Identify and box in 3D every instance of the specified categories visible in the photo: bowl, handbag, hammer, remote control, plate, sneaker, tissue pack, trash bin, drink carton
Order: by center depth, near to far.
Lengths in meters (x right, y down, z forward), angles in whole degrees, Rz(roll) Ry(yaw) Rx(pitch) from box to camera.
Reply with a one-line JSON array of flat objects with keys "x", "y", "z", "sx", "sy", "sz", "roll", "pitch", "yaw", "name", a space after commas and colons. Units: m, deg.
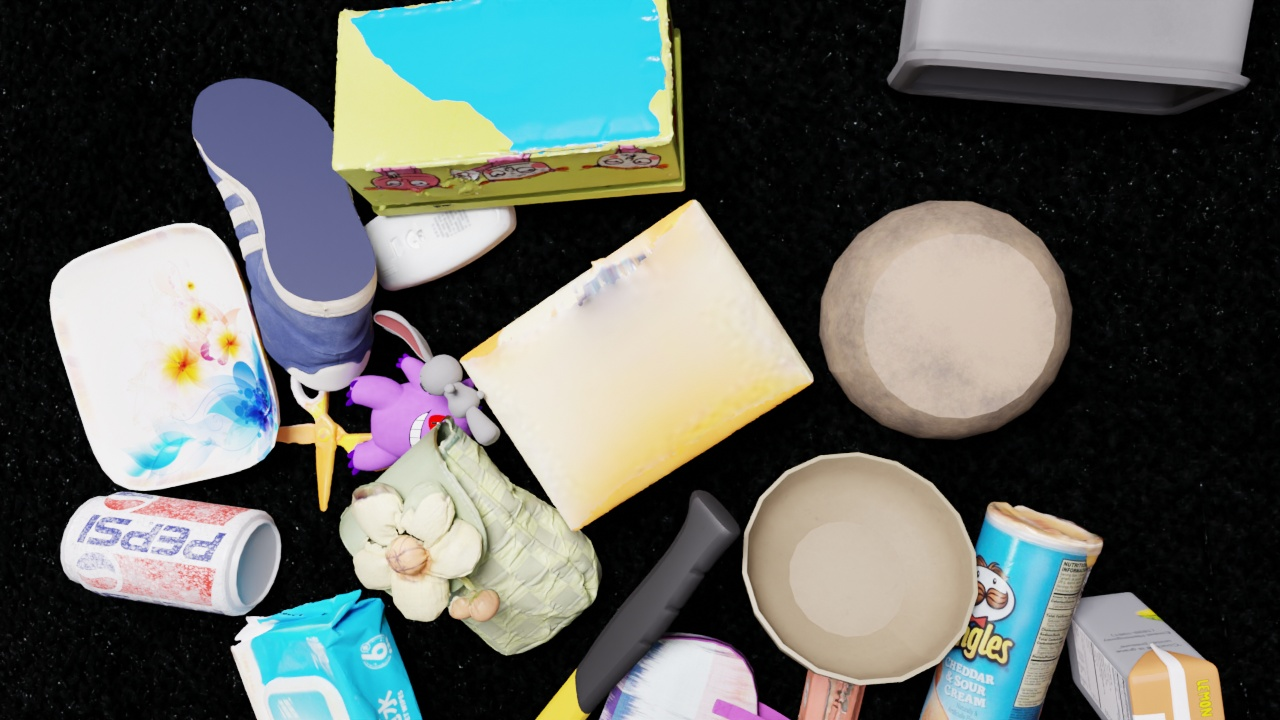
[{"x": 0.265, "y": -0.274, "z": 0.552, "sx": 0.192, "sy": 0.097, "sz": 0.220, "roll": 7, "pitch": 96, "yaw": 7, "name": "trash bin"}, {"x": 0.317, "y": 0.202, "z": 0.585, "sx": 0.048, "sy": 0.124, "sz": 0.076, "roll": -10, "pitch": 95, "yaw": 8, "name": "drink carton"}, {"x": 0.201, "y": -0.024, "z": 0.601, "sx": 0.162, "sy": 0.070, "sz": 0.162, "roll": 1, "pitch": 97, "yaw": 8, "name": "bowl"}, {"x": 0.143, "y": 0.142, "z": 0.621, "sx": 0.152, "sy": 0.050, "sz": 0.152, "roll": -1, "pitch": 65, "yaw": 2, "name": "bowl"}, {"x": -0.034, "y": 0.219, "z": 0.623, "sx": 0.127, "sy": 0.029, "sz": 0.324, "roll": 49, "pitch": 115, "yaw": 33, "name": "hammer"}, {"x": -0.114, "y": 0.135, "z": 0.631, "sx": 0.113, "sy": 0.116, "sz": 0.186, "roll": -41, "pitch": 107, "yaw": 18, "name": "handbag"}, {"x": 0.058, "y": 0.273, "z": 0.642, "sx": 0.170, "sy": 0.068, "sz": 0.144, "roll": 23, "pitch": 99, "yaw": 16, "name": "handbag"}, {"x": -0.247, "y": -0.085, "z": 0.659, "sx": 0.091, "sy": 0.119, "sz": 0.233, "roll": -21, "pitch": 59, "yaw": -27, "name": "sneaker"}, {"x": -0.145, "y": -0.093, "z": 0.661, "sx": 0.114, "sy": 0.028, "sz": 0.060, "roll": -25, "pitch": 91, "yaw": 10, "name": "remote control"}, {"x": -0.221, "y": 0.280, "z": 0.690, "sx": 0.117, "sy": 0.065, "sz": 0.209, "roll": -15, "pitch": 97, "yaw": 25, "name": "tissue pack"}, {"x": -0.357, "y": 0.000, "z": 0.694, "sx": 0.187, "sy": 0.016, "sz": 0.187, "roll": -13, "pitch": 95, "yaw": 20, "name": "plate"}]

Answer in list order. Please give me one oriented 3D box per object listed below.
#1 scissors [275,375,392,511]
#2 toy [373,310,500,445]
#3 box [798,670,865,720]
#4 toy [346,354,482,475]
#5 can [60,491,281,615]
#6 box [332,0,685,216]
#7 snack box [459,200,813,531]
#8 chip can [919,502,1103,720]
[{"x": -0.238, "y": 0.052, "z": 0.700, "sx": 0.125, "sy": 0.011, "sz": 0.130, "roll": -2, "pitch": 94, "yaw": 6, "name": "scissors"}, {"x": -0.133, "y": 0.011, "z": 0.613, "sx": 0.030, "sy": 0.049, "sz": 0.111, "roll": -39, "pitch": 85, "yaw": -7, "name": "toy"}, {"x": 0.138, "y": 0.265, "z": 0.660, "sx": 0.057, "sy": 0.060, "sz": 0.187, "roll": 6, "pitch": 100, "yaw": -26, "name": "box"}, {"x": -0.161, "y": 0.042, "z": 0.665, "sx": 0.088, "sy": 0.055, "sz": 0.106, "roll": 5, "pitch": 115, "yaw": -4, "name": "toy"}, {"x": -0.351, "y": 0.144, "z": 0.692, "sx": 0.136, "sy": 0.078, "sz": 0.078, "roll": 7, "pitch": 97, "yaw": 7, "name": "can"}, {"x": -0.082, "y": -0.170, "z": 0.605, "sx": 0.221, "sy": 0.082, "sz": 0.124, "roll": -5, "pitch": 77, "yaw": 6, "name": "box"}, {"x": -0.004, "y": 0.004, "z": 0.627, "sx": 0.195, "sy": 0.080, "sz": 0.145, "roll": -33, "pitch": 91, "yaw": 10, "name": "snack box"}, {"x": 0.240, "y": 0.213, "z": 0.622, "sx": 0.080, "sy": 0.079, "sz": 0.229, "roll": 15, "pitch": 99, "yaw": 6, "name": "chip can"}]
